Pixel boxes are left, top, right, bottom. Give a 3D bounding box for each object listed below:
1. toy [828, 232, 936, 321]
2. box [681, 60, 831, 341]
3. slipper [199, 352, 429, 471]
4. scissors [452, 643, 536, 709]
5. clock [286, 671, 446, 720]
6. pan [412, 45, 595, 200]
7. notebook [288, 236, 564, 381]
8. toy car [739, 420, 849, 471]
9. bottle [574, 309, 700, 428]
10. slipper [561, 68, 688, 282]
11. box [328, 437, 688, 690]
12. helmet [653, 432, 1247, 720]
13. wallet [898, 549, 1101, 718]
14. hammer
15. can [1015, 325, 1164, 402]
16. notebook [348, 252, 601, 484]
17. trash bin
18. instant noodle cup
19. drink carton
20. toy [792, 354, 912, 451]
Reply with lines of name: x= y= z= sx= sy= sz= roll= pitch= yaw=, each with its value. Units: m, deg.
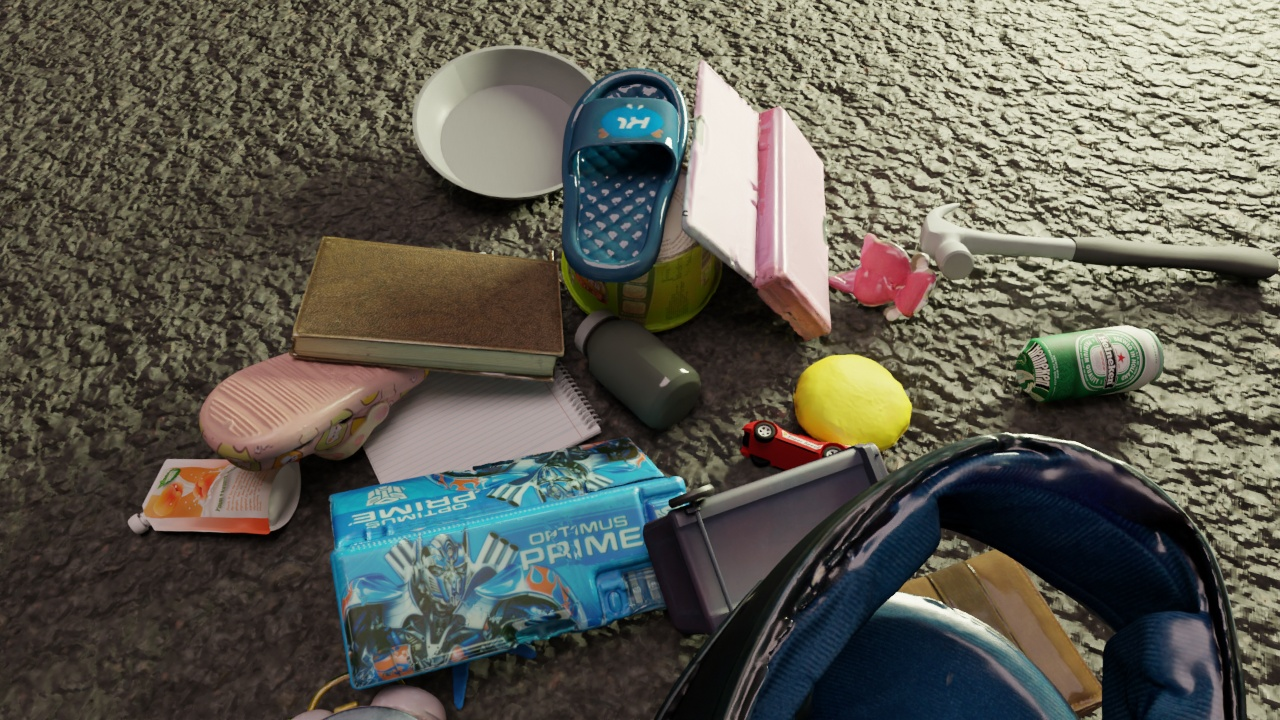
toy: x=0.222 y=-0.069 z=0.811 sx=0.065 sy=0.050 sz=0.102 roll=-55 pitch=41 yaw=3
box: x=0.110 y=-0.150 z=0.813 sx=0.039 sy=0.179 sz=0.232 roll=-26 pitch=43 yaw=35
slipper: x=-0.254 y=0.038 z=0.733 sx=0.093 sy=0.082 sz=0.196 roll=26 pitch=36 yaw=24
scissors: x=-0.125 y=0.181 z=0.655 sx=0.125 sy=0.015 sz=0.126 roll=18 pitch=57 yaw=19
clock: x=-0.171 y=0.262 z=0.561 sx=0.116 sy=0.059 sz=0.157 roll=-16 pitch=52 yaw=-10
pan: x=-0.079 y=-0.192 z=0.927 sx=0.200 sy=0.051 sz=0.356 roll=-39 pitch=72 yaw=-21
notebook: x=-0.172 y=-0.059 z=0.789 sx=0.215 sy=0.035 sz=0.189 roll=5 pitch=38 yaw=-10
toy car: x=0.122 y=0.071 z=0.707 sx=0.089 sy=0.038 sz=0.025 roll=19 pitch=52 yaw=18
bottle: x=-0.004 y=0.004 z=0.757 sx=0.060 sy=0.060 sz=0.108 roll=-35 pitch=57 yaw=-22
slipper: x=-0.018 y=-0.159 z=0.745 sx=0.104 sy=0.059 sz=0.213 roll=7 pitch=63 yaw=4
box: x=-0.088 y=0.118 z=0.639 sx=0.243 sy=0.071 sz=0.170 roll=-10 pitch=48 yaw=-19
helmet: x=0.136 y=0.211 z=0.461 sx=0.249 sy=0.236 sz=0.315 roll=26 pitch=65 yaw=18
wallet: x=0.233 y=0.191 z=0.612 sx=0.098 sy=0.027 sz=0.121 roll=-19 pitch=53 yaw=-7
hammer: x=0.404 y=-0.099 z=0.816 sx=0.311 sy=0.030 sz=0.124 roll=4 pitch=29 yaw=0
can: x=0.358 y=0.003 z=0.736 sx=0.101 sy=0.053 sz=0.053 roll=-8 pitch=51 yaw=-2
notebook: x=-0.166 y=0.013 z=0.793 sx=0.177 sy=0.013 sz=0.245 roll=-27 pitch=54 yaw=-15
trash bin: x=0.094 y=0.117 z=0.609 sx=0.160 sy=0.092 sz=0.093 roll=-15 pitch=79 yaw=-22
instant noodle cup: x=0.002 y=-0.108 z=0.807 sx=0.146 sy=0.098 sz=0.146 roll=1 pitch=61 yaw=-1
drink carton: x=-0.335 y=0.106 z=0.720 sx=0.122 sy=0.039 sz=0.069 roll=-1 pitch=50 yaw=11
toy: x=0.169 y=0.034 z=0.733 sx=0.094 sy=0.041 sz=0.095 roll=10 pitch=52 yaw=6
